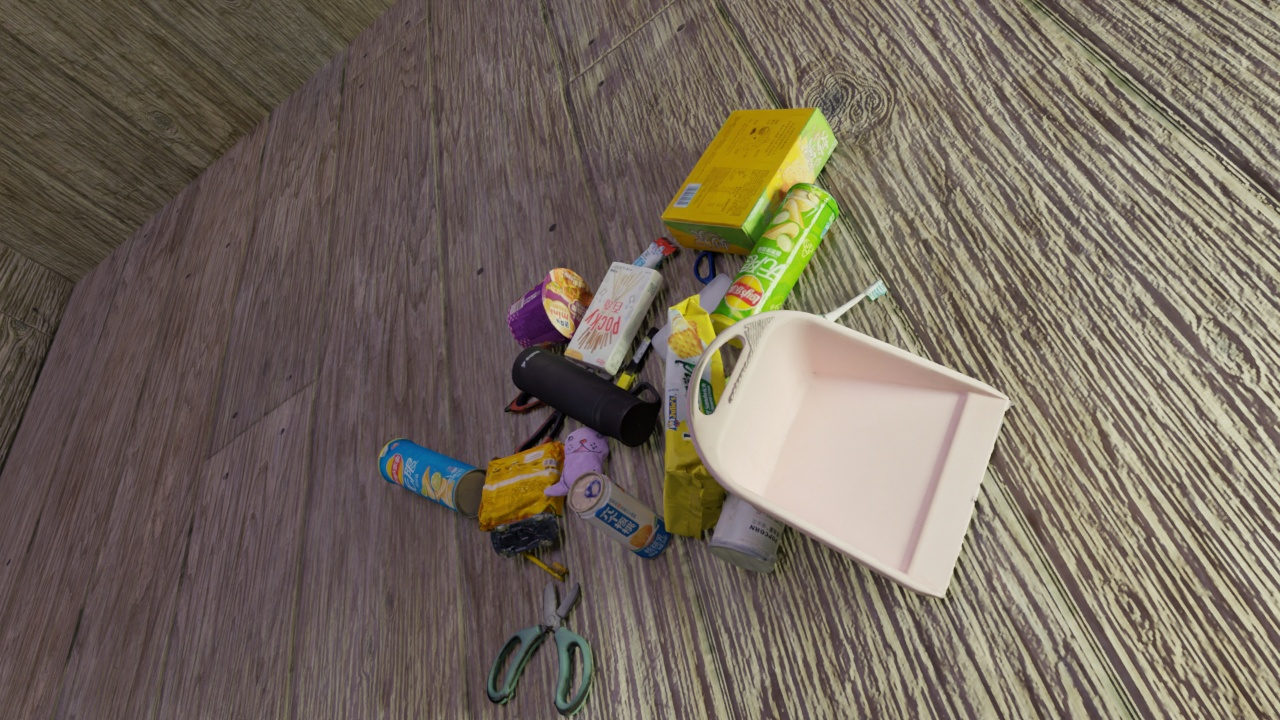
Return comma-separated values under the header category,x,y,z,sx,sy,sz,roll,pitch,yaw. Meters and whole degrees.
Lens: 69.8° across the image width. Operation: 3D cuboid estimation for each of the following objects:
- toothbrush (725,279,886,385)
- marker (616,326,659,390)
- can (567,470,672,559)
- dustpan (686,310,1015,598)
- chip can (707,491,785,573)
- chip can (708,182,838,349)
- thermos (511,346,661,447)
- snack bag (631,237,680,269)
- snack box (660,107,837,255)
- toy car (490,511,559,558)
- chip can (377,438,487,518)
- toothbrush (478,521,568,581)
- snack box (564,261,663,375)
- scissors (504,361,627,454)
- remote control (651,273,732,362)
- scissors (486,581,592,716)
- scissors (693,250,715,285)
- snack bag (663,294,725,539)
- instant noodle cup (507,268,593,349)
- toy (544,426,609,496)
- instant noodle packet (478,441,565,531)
category,x,y,z,sx,sy,sz,roll,pitch,yaw
toothbrush,0.190,-0.026,1.083,0.225,0.027,0.026,-37,9,14
marker,-0.007,0.007,1.240,0.018,0.015,0.124,14,69,46
can,-0.022,0.175,1.031,0.053,0.134,0.053,-24,46,26
dustpan,0.188,0.068,0.868,0.274,0.139,0.222,11,64,28
chip can,0.139,0.114,0.985,0.071,0.071,0.214,2,61,42
chip can,0.167,-0.119,1.140,0.073,0.072,0.221,21,75,48
thermos,-0.070,0.040,1.216,0.089,0.068,0.243,-37,38,-26
snack bag,0.008,-0.138,1.328,0.104,0.026,0.048,-47,38,4
snack box,0.148,-0.244,1.247,0.158,0.070,0.209,15,66,46
toy car,-0.145,0.220,1.159,0.091,0.034,0.043,-20,87,14
chip can,-0.297,0.167,1.327,0.211,0.071,0.071,11,67,45
toothbrush,-0.154,0.241,1.187,0.190,0.015,0.016,19,67,47
snack box,-0.037,-0.061,1.280,0.085,0.027,0.156,17,75,42
scissors,-0.114,0.058,1.293,0.227,0.015,0.188,-9,54,37
remote control,0.074,-0.053,1.198,0.136,0.020,0.056,-44,44,11
scissors,-0.122,0.348,1.075,0.181,0.019,0.170,-33,44,19
scissors,0.104,-0.093,1.222,0.173,0.012,0.162,-41,42,11
snack bag,0.061,0.067,1.038,0.068,0.158,0.246,0,54,2
instant noodle cup,-0.133,-0.065,1.345,0.099,0.111,0.111,-25,45,38
toy,-0.075,0.131,1.179,0.084,0.039,0.107,-1,52,14
instant noodle packet,-0.152,0.168,1.218,0.129,0.044,0.110,-16,49,25
